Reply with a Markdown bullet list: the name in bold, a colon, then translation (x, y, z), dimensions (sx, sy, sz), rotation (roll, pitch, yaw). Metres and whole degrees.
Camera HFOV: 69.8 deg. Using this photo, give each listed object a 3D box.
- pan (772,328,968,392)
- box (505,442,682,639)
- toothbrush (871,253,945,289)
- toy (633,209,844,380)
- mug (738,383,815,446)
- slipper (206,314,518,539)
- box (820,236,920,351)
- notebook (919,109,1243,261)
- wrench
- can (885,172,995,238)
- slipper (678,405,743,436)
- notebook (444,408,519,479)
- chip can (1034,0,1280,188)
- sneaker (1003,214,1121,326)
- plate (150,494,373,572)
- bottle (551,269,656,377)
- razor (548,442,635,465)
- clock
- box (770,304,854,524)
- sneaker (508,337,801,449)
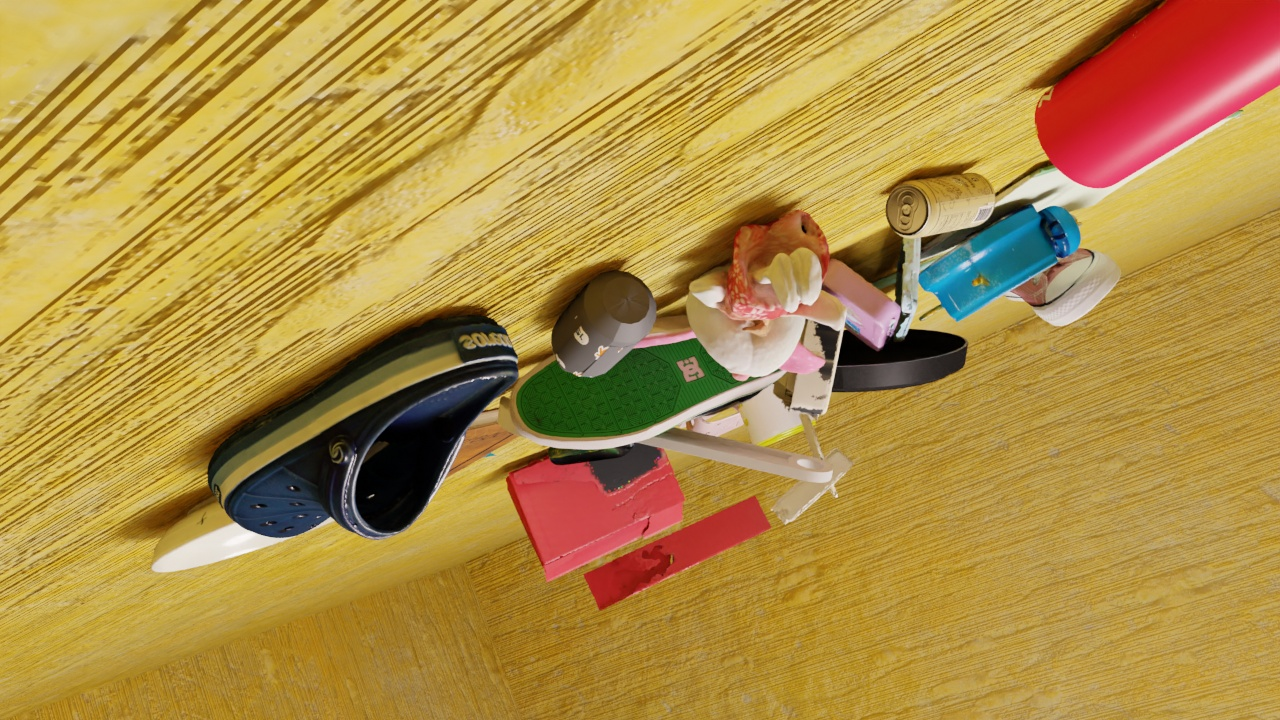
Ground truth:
- **pan**: translation (0.172, 0.006, 0.957), dimensions (0.355, 0.034, 0.225), rotation (-10, -169, -24)
- **box**: translation (-0.064, 0.252, 1.350), dimensions (0.213, 0.153, 0.326), rotation (-23, 145, -16)
- **toothbrush**: translation (0.278, -0.089, 0.952), dimensions (0.180, 0.016, 0.016), rotation (-21, 171, 0)
- **toy**: translation (0.075, -0.034, 0.610), dimensions (0.159, 0.084, 0.195), rotation (9, 163, -11)
- **mug**: translation (0.159, 0.046, 1.141), dimensions (0.082, 0.106, 0.082), rotation (-21, 170, -4)
- **slipper**: translation (-0.168, 0.060, 0.553), dimensions (0.254, 0.095, 0.104), rotation (-33, 169, 32)
- **box**: translation (0.216, -0.054, 0.827), dimensions (0.096, 0.077, 0.214), rotation (-25, 170, 10)
- **notebook**: translation (0.395, -0.159, 0.844), dimensions (0.252, 0.010, 0.182), rotation (-18, 169, -22)
- **wrench**: translation (0.015, 0.063, 0.732), dimensions (0.273, 0.018, 0.086), rotation (12, -166, 16)
- **can**: translation (0.205, -0.106, 0.627), dimensions (0.079, 0.038, 0.038), rotation (-15, 168, -38)
- **slipper**: translation (0.108, 0.079, 1.328), dimensions (0.094, 0.064, 0.240), rotation (-20, 171, -12)
- **notebook**: translation (-0.202, 0.097, 0.890), dimensions (0.250, 0.014, 0.178), rotation (-30, 167, 38)
- **chip can**: translation (0.290, -0.162, 0.433), dimensions (0.069, 0.069, 0.221), rotation (-18, 170, -24)
- **sneaker**: translation (0.427, -0.104, 0.993), dimensions (0.118, 0.088, 0.241), rotation (-47, -173, 8)
- **plate**: translation (-0.302, 0.122, 0.744), dimensions (0.182, 0.034, 0.182), rotation (-22, 170, -4)
- **bottle**: translation (-0.028, -0.018, 0.568), dimensions (0.046, 0.047, 0.113), rotation (-18, 169, -26)
- **razor**: translation (-0.062, 0.096, 1.124), dimensions (0.152, 0.053, 0.067), rotation (-20, 145, 37)
- **clock**: translation (0.328, -0.092, 0.829), dimensions (0.161, 0.060, 0.117), rotation (-26, 169, -18)
- **box**: translation (0.154, 0.042, 0.800), dimensions (0.069, 0.191, 0.143), rotation (10, -174, 3)
- **sneaker**: translation (0.010, 0.024, 0.720), dimensions (0.235, 0.084, 0.079), rotation (-15, 159, -20)
